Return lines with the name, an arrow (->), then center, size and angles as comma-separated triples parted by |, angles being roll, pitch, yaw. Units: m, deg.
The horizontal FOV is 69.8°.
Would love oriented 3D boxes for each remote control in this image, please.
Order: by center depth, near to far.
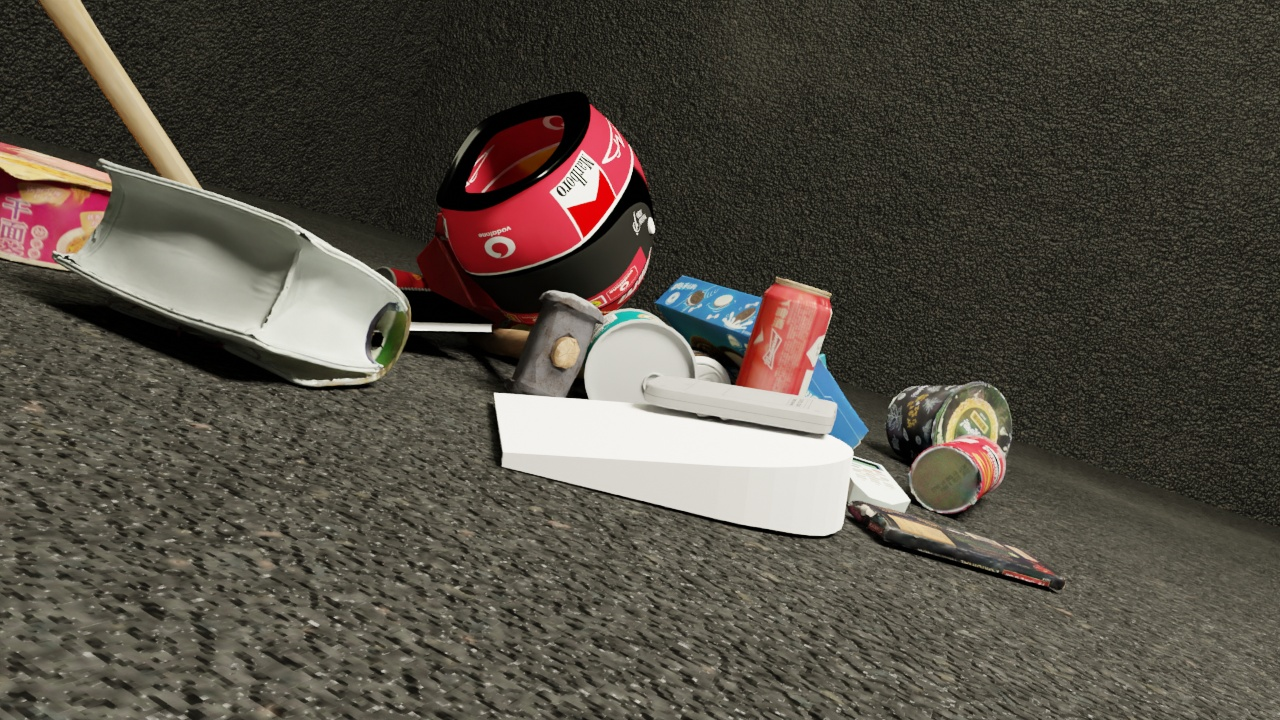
remote control -> 0.080, 0.036, 0.737 | 0.151, 0.019, 0.074 | 9, 8, 14
remote control -> 0.204, 0.114, 0.832 | 0.049, 0.024, 0.143 | 18, 7, 3

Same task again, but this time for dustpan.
dustpan -> 0.023, 0.077, 0.669 | 0.257, 0.053, 0.191 | 5, 8, -11

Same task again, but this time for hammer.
hammer -> -0.401, -0.192, 0.735 | 0.051, 0.323, 0.117 | -27, 38, -8
hammer -> -0.124, -0.016, 0.894 | 0.052, 0.098, 0.329 | 24, -6, -23

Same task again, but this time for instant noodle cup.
instant noodle cup -> -0.502, -0.127, 0.751 | 0.178, 0.078, 0.178 | 18, 6, -2
instant noodle cup -> 0.400, 0.092, 1.214 | 0.137, 0.137, 0.112 | 15, -2, -26

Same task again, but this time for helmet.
helmet -> -0.089, -0.143, 0.979 | 0.198, 0.225, 0.270 | -10, 39, 19

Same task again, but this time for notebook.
notebook -> -0.264, -0.051, 0.873 | 0.206, 0.016, 0.149 | 0, 16, -38

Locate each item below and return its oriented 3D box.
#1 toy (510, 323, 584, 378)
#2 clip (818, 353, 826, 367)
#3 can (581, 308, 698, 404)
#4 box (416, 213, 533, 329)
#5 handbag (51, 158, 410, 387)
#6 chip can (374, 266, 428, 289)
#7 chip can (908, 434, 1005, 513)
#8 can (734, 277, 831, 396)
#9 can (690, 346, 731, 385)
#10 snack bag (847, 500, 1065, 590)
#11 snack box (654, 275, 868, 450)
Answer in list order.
toy -> -0.074, -0.013, 1.039 | 0.155, 0.064, 0.170 | 11, 6, -6
clip -> 0.208, 0.047, 1.143 | 0.031, 0.130, 0.121 | -22, 3, -18
can -> -0.005, 0.005, 0.870 | 0.099, 0.099, 0.144 | 17, 5, -7
box -> -0.188, -0.104, 1.173 | 0.147, 0.156, 0.157 | 14, 5, 35
handbag -> -0.277, -0.052, 0.634 | 0.199, 0.096, 0.142 | 19, -8, 19
chip can -> -0.255, -0.079, 1.195 | 0.052, 0.052, 0.214 | 21, 6, 33
chip can -> 0.343, 0.119, 0.984 | 0.073, 0.073, 0.232 | 20, 6, 26
can -> 0.129, 0.010, 0.870 | 0.067, 0.170, 0.067 | 16, 6, -2
can -> 0.059, 0.025, 1.029 | 0.072, 0.072, 0.128 | 17, 5, -4
snack bag -> 0.242, 0.141, 0.709 | 0.155, 0.018, 0.074 | 16, 5, -9
snack box -> 0.135, 0.004, 1.070 | 0.195, 0.056, 0.239 | 52, -10, -25
